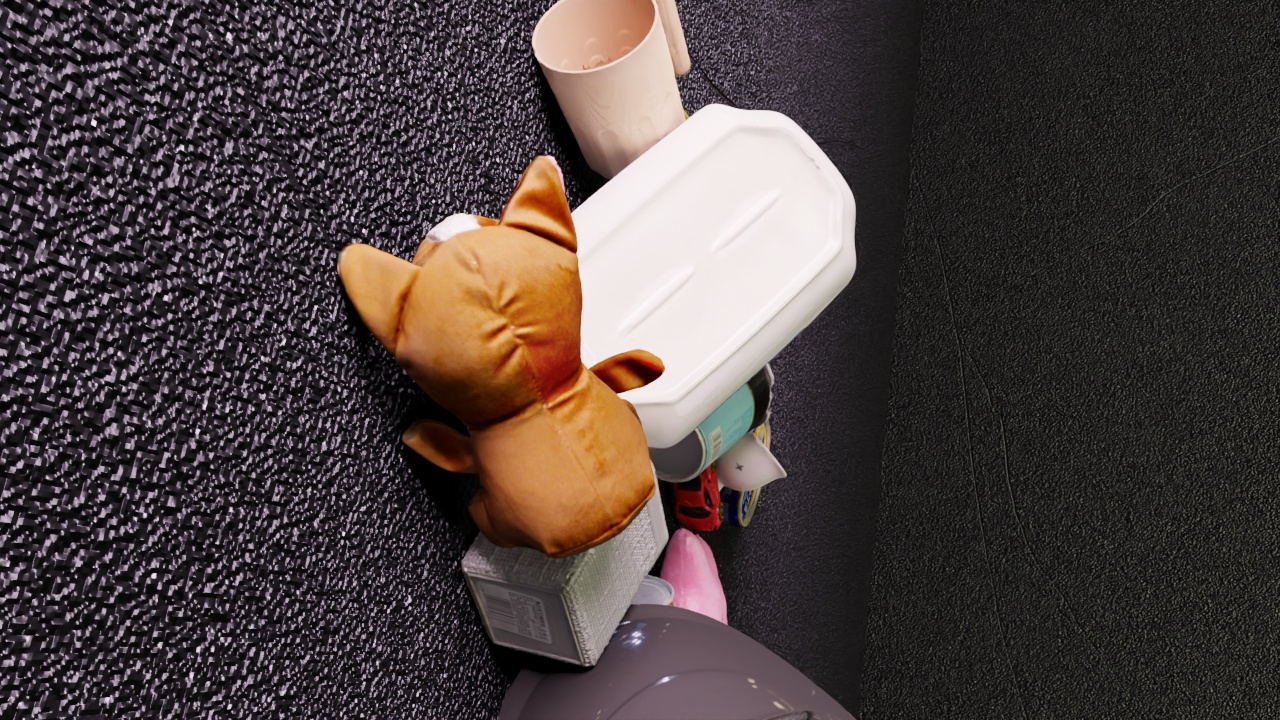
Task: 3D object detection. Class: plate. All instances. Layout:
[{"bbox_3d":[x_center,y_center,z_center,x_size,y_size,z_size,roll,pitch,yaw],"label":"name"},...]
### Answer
[{"bbox_3d":[0.037,-0.061,0.598,0.265,0.162,0.034,-41,-177,-15],"label":"plate"}]

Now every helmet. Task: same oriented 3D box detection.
[{"bbox_3d":[0.025,0.292,0.611,0.233,0.230,0.275,-42,146,-18],"label":"helmet"}]

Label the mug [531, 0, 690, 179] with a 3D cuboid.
[{"bbox_3d":[-0.008,-0.202,0.630,0.124,0.084,0.103,-61,152,-21],"label":"mug"}]

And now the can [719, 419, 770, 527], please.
[{"bbox_3d":[0.108,0.122,1.035,0.147,0.049,0.075,-66,151,-43],"label":"can"}]

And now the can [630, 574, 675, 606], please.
[{"bbox_3d":[-0.004,0.230,0.742,0.066,0.067,0.094,-31,122,-65],"label":"can"}]

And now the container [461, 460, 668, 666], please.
[{"bbox_3d":[-0.047,0.122,0.588,0.114,0.090,0.090,-57,144,-47],"label":"container"}]

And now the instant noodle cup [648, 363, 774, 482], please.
[{"bbox_3d":[0.045,0.045,0.807,0.120,0.111,0.111,-40,131,-50],"label":"instant noodle cup"}]

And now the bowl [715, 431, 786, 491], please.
[{"bbox_3d":[0.084,0.095,0.931,0.064,0.118,0.118,-43,149,-3],"label":"bowl"}]

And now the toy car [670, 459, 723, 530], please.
[{"bbox_3d":[0.053,0.128,0.895,0.031,0.049,0.106,-60,146,-48],"label":"toy car"}]

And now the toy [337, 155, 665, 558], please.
[{"bbox_3d":[-0.065,0.005,0.487,0.140,0.130,0.200,-34,122,-16],"label":"toy"}]

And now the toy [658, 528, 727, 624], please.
[{"bbox_3d":[0.045,0.228,0.853,0.178,0.074,0.195,-84,172,-47],"label":"toy"}]

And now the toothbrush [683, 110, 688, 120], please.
[{"bbox_3d":[0.034,-0.232,0.834,0.190,0.017,0.015,14,80,-68],"label":"toothbrush"}]
